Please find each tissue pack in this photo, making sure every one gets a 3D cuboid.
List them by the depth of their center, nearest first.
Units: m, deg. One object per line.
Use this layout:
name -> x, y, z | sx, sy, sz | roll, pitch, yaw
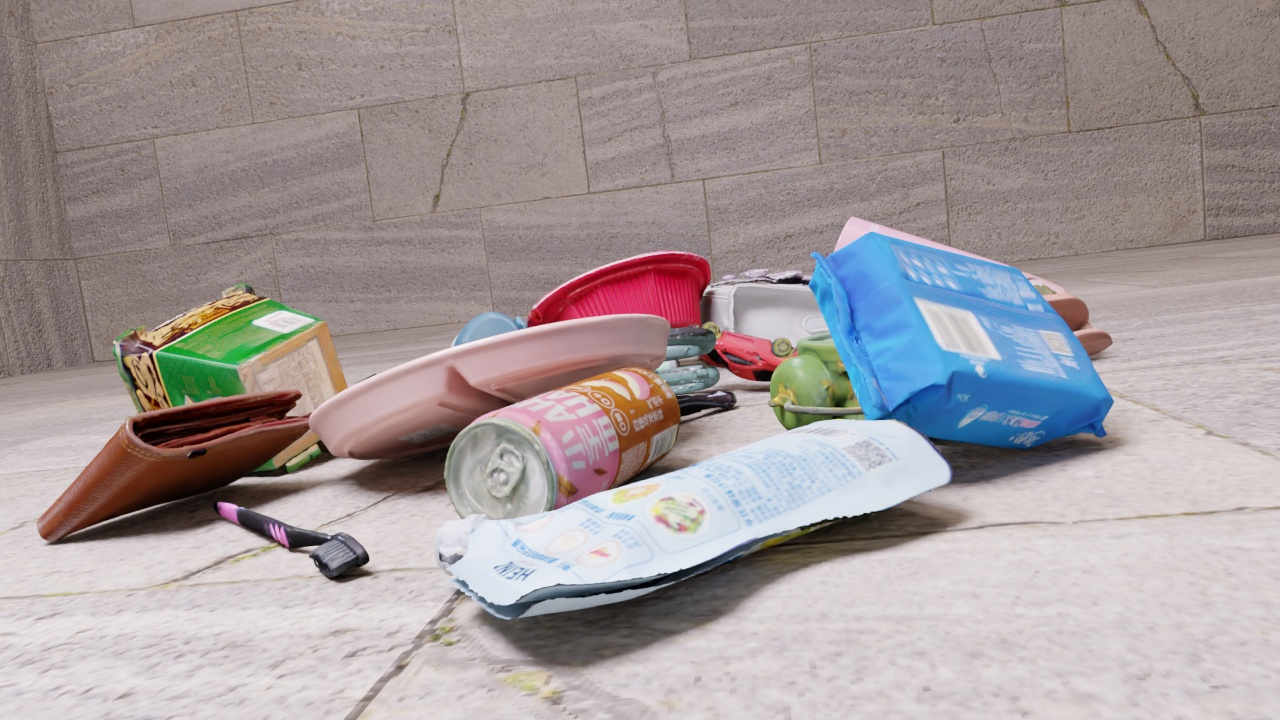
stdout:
tissue pack -> 0.155, -0.005, 0.446 | 0.157, 0.094, 0.052 | 8, -42, -29

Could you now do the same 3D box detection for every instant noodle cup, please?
instant noodle cup -> -0.011, -0.035, 0.906 | 0.193, 0.065, 0.194 | -18, -16, -6

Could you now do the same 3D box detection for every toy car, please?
toy car -> 0.084, -0.003, 0.744 | 0.106, 0.031, 0.049 | 16, -19, 24

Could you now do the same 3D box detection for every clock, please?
clock -> 0.145, 0.012, 0.547 | 0.116, 0.056, 0.160 | -2, 7, 42

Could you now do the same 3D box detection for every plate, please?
plate -> -0.088, 0.022, 0.576 | 0.229, 0.028, 0.229 | -16, -8, -3

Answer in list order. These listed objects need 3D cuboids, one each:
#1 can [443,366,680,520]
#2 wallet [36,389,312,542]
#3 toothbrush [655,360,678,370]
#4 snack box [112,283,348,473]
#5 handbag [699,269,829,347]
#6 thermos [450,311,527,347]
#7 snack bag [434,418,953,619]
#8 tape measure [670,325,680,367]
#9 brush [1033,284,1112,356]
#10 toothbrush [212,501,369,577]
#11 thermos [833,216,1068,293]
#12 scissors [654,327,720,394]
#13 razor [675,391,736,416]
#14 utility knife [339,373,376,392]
can -> -0.031, 0.041, 0.454 | 0.058, 0.058, 0.147 | -4, 6, 25
wallet -> -0.265, 0.059, 0.530 | 0.101, 0.032, 0.124 | -35, -8, 25
toothbrush -> -0.077, 0.024, 0.797 | 0.224, 0.026, 0.027 | -11, 7, 6
snack box -> -0.274, 0.016, 0.651 | 0.106, 0.118, 0.118 | 4, 28, 30
handbag -> 0.139, -0.047, 0.962 | 0.145, 0.098, 0.197 | -2, 6, -8
thermos -> -0.160, -0.012, 0.957 | 0.070, 0.070, 0.221 | -8, -1, -15
snack bag -> 0.019, 0.057, 0.349 | 0.190, 0.039, 0.110 | -12, 13, -32
tape measure -> 0.006, -0.002, 0.821 | 0.057, 0.058, 0.039 | -3, 12, -3
brush -> 0.290, -0.019, 0.703 | 0.145, 0.063, 0.073 | -7, 35, -23
toothbrush -> -0.178, 0.083, 0.441 | 0.017, 0.014, 0.190 | -27, 17, -38
thermos -> 0.266, -0.061, 0.809 | 0.199, 0.067, 0.087 | 23, 51, 19
scissors -> -0.005, 0.004, 0.704 | 0.172, 0.019, 0.179 | 0, -18, -19
razor -> 0.019, 0.035, 0.635 | 0.142, 0.022, 0.043 | -12, 10, -44
utility knife -> -0.189, 0.021, 0.630 | 0.033, 0.015, 0.154 | -28, 7, -4
